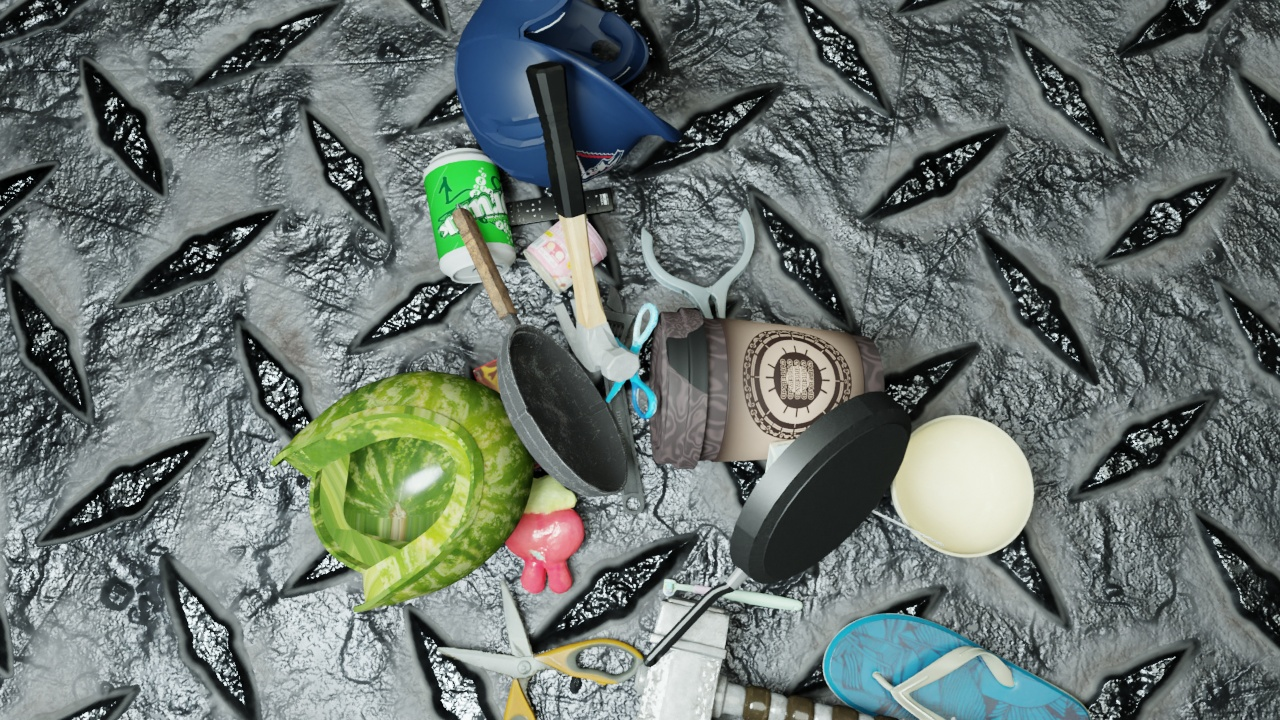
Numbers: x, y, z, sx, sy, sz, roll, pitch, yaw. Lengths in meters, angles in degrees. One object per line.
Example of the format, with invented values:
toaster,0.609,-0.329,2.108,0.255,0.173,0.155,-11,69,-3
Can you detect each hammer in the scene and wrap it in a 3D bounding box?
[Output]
hammer,0.155,0.364,0.946,0.326,0.079,0.176,10,79,8
hammer,-0.069,-0.139,0.953,0.039,0.131,0.329,-22,121,-22

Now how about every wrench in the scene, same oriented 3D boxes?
wrench,-0.028,0.042,1.059,0.073,0.018,0.273,-9,80,-1

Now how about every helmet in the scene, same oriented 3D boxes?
helmet,-0.225,0.121,0.926,0.243,0.247,0.213,-31,89,-11
helmet,-0.079,-0.298,1.019,0.272,0.232,0.223,28,99,19

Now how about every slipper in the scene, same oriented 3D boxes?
slipper,0.344,0.353,0.977,0.295,0.060,0.118,21,76,4

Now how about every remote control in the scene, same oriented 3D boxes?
remote control,-0.103,-0.184,1.107,0.140,0.009,0.030,-9,79,-2

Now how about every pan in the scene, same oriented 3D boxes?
pan,0.135,0.177,0.894,0.356,0.225,0.034,-46,56,-1
pan,-0.121,-0.010,0.967,0.040,0.207,0.357,-33,79,16

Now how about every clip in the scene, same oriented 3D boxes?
clip,0.079,-0.122,1.088,0.164,0.032,0.165,35,81,7

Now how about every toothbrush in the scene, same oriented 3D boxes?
toothbrush,0.102,0.261,1.015,0.155,0.015,0.022,8,113,2
toothbrush,0.247,0.156,0.991,0.182,0.010,0.010,24,77,39

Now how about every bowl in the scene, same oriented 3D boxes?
bowl,0.342,0.139,1.010,0.151,0.075,0.150,0,79,-1

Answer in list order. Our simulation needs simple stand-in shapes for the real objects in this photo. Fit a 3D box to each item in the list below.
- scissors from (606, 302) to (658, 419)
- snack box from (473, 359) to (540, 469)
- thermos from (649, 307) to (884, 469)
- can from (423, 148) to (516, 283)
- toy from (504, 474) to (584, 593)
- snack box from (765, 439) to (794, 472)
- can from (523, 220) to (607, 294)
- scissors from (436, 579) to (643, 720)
scissors,-0.006,0.006,1.004,0.011,0.134,0.140,8,41,-33
snack box,-0.125,0.053,1.053,0.089,0.021,0.133,-26,80,-4
thermos,0.131,0.033,0.991,0.226,0.173,0.172,2,78,-6
can,-0.198,-0.167,1.064,0.088,0.088,0.139,-12,79,-3
toy,-0.106,0.192,1.012,0.092,0.045,0.135,-8,92,9
snack box,0.172,0.138,0.976,0.082,0.150,0.026,-7,46,-7
can,-0.086,-0.126,1.066,0.076,0.067,0.067,-41,82,-7
scissors,-0.104,0.344,0.992,0.229,0.016,0.225,-10,83,-6
